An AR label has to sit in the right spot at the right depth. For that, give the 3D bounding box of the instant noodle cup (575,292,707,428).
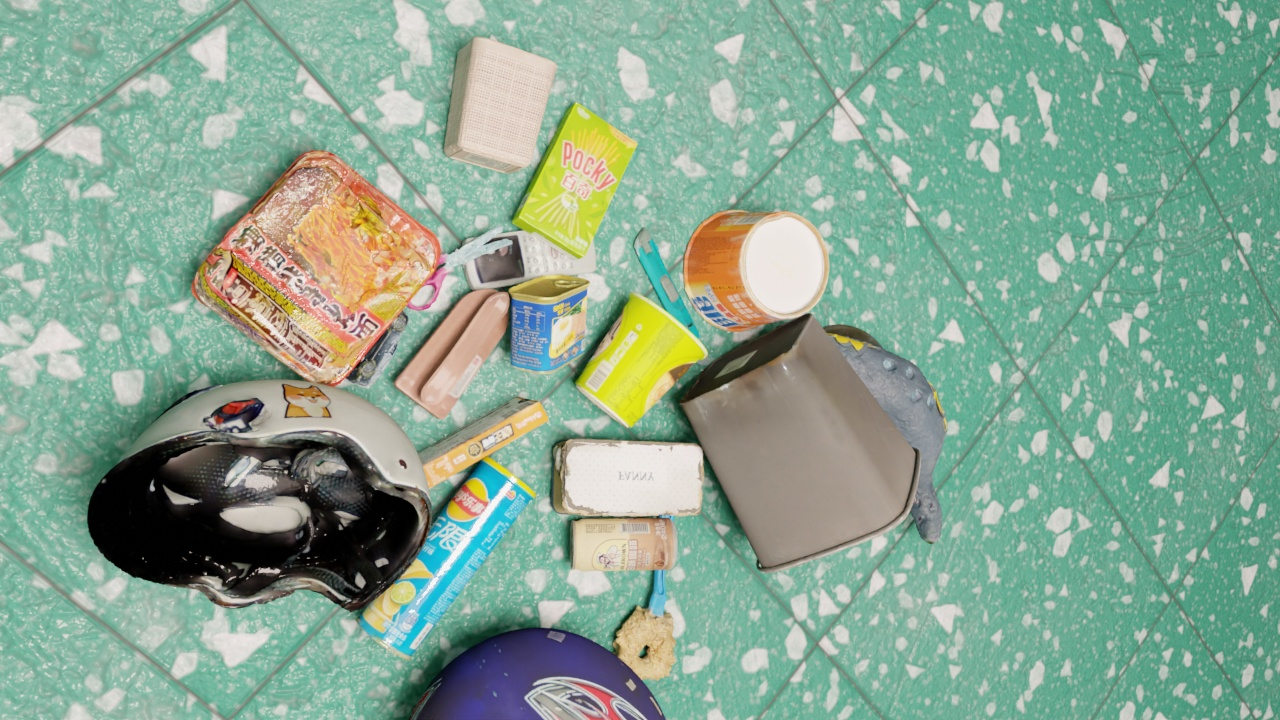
[{"bbox_3d":[-0.006,0.006,1.024,0.111,0.112,0.123,41,84,-21],"label":"instant noodle cup"}]

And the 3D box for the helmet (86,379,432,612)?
[{"bbox_3d":[-0.327,0.104,0.835,0.274,0.156,0.231,7,128,-16],"label":"helmet"}]

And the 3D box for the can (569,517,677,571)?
[{"bbox_3d":[-0.020,0.207,1.030,0.116,0.058,0.058,0,92,-9],"label":"can"}]

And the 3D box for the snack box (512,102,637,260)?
[{"bbox_3d":[-0.071,-0.197,1.009,0.085,0.026,0.156,31,71,-21],"label":"snack box"}]

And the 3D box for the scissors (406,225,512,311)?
[{"bbox_3d":[-0.193,-0.096,0.960,0.137,0.017,0.073,-19,98,-8],"label":"scissors"}]

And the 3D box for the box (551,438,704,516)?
[{"bbox_3d":[-0.008,0.132,1.035,0.184,0.061,0.089,7,80,-22],"label":"box"}]

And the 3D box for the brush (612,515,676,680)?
[{"bbox_3d":[0.019,0.256,1.081,0.083,0.046,0.254,12,83,-21],"label":"brush"}]

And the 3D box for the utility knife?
[{"bbox_3d":[0.039,-0.072,1.086,0.029,0.013,0.182,-34,105,-20],"label":"utility knife"}]

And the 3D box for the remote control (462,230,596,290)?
[{"bbox_3d":[-0.120,-0.115,1.006,0.149,0.021,0.058,-13,97,-25],"label":"remote control"}]

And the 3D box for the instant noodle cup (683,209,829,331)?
[{"bbox_3d":[0.141,-0.108,1.078,0.151,0.111,0.151,-1,92,-25],"label":"instant noodle cup"}]

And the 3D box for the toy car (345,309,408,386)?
[{"bbox_3d":[-0.267,-0.016,0.931,0.034,0.043,0.090,39,78,-49],"label":"toy car"}]

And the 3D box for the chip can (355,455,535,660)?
[{"bbox_3d":[-0.200,0.202,0.954,0.071,0.071,0.210,43,76,-20],"label":"chip can"}]

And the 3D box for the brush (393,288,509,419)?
[{"bbox_3d":[-0.186,-0.014,0.951,0.063,0.073,0.145,41,74,-20],"label":"brush"}]

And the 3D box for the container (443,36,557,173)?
[{"bbox_3d":[-0.149,-0.259,0.951,0.089,0.090,0.111,11,90,-25],"label":"container"}]

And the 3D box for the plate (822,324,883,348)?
[{"bbox_3d":[0.265,0.042,1.191,0.179,0.024,0.179,-1,92,-25],"label":"plate"}]

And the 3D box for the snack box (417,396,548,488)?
[{"bbox_3d":[-0.176,0.086,0.958,0.153,0.075,0.026,-30,103,-21],"label":"snack box"}]

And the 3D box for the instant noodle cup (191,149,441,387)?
[{"bbox_3d":[-0.307,-0.088,0.884,0.164,0.079,0.188,42,78,-17],"label":"instant noodle cup"}]

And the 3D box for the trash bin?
[{"bbox_3d":[0.175,0.088,1.047,0.220,0.199,0.198,57,30,-8],"label":"trash bin"}]

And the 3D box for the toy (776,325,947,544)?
[{"bbox_3d":[0.306,0.071,1.149,0.138,0.091,0.356,-36,103,-3],"label":"toy"}]

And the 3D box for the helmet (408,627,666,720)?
[{"bbox_3d":[-0.079,0.414,0.917,0.240,0.247,0.315,-41,102,1],"label":"helmet"}]

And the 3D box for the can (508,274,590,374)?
[{"bbox_3d":[-0.097,-0.040,0.972,0.101,0.057,0.083,-34,131,-62],"label":"can"}]
